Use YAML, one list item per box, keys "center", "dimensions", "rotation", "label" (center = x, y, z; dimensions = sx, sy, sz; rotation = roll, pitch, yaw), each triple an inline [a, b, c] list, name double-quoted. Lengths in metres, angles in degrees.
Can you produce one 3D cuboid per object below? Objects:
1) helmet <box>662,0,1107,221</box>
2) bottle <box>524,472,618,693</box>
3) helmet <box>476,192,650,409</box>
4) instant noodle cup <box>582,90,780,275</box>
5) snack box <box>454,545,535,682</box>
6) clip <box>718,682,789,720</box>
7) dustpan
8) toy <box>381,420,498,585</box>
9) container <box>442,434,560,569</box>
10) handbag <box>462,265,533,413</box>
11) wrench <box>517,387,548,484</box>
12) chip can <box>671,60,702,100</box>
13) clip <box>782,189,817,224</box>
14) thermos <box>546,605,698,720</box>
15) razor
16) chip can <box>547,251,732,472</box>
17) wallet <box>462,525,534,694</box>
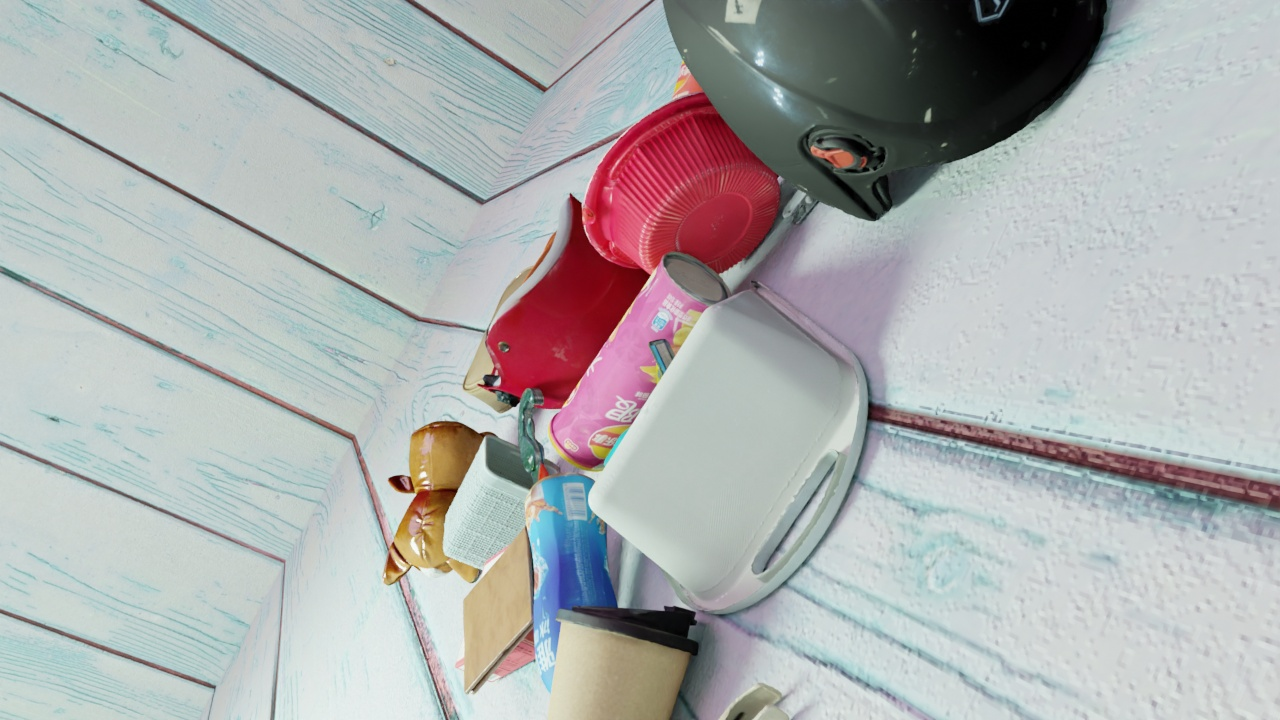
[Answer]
- center: [0.148, -0.238, 0.607]
  dimensions: [0.275, 0.230, 0.233]
  rotation: [23, 85, 50]
  label: "helmet"
- center: [-0.047, 0.188, 0.676]
  dimensions: [0.065, 0.065, 0.218]
  rotation: [-46, 39, 35]
  label: "bottle"
- center: [-0.067, -0.034, 0.952]
  dimensions: [0.206, 0.144, 0.241]
  rotation: [-65, 5, -26]
  label: "helmet"
- center: [0.050, -0.134, 0.794]
  dimensions: [0.194, 0.193, 0.066]
  rotation: [-50, 52, 26]
  label: "instant noodle cup"
- center: [-0.110, 0.219, 0.838]
  dimensions: [0.127, 0.044, 0.113]
  rotation: [-40, 28, 42]
  label: "snack box"
- center: [0.037, 0.225, 0.492]
  dimensions: [0.103, 0.035, 0.092]
  rotation: [-35, 27, 36]
  label: "clip"
- center: [0.071, 0.064, 0.666]
  dimensions: [0.223, 0.142, 0.257]
  rotation: [-58, -10, 7]
  label: "dustpan"
- center: [-0.238, 0.176, 1.110]
  dimensions: [0.140, 0.130, 0.199]
  rotation: [-11, 53, 14]
  label: "toy"
- center: [-0.148, 0.155, 0.960]
  dimensions: [0.111, 0.090, 0.090]
  rotation: [-58, 19, 15]
  label: "container"
- center: [-0.146, -0.030, 1.206]
  dimensions: [0.148, 0.099, 0.204]
  rotation: [-18, 46, 52]
  label: "handbag"
- center: [-0.076, 0.134, 0.798]
  dimensions: [0.056, 0.016, 0.273]
  rotation: [-63, 34, 39]
  label: "wrench"
- center: [0.055, -0.218, 0.917]
  dimensions: [0.073, 0.073, 0.216]
  rotation: [-3, 72, 67]
  label: "chip can"
- center: [0.142, -0.139, 0.765]
  dimensions: [0.058, 0.038, 0.026]
  rotation: [-52, 23, 20]
  label: "clip"
- center: [-0.019, 0.218, 0.568]
  dimensions: [0.093, 0.093, 0.143]
  rotation: [-22, 51, 60]
  label: "thermos"
- center: [0.001, 0.044, 0.770]
  dimensions: [0.133, 0.028, 0.043]
  rotation: [-63, 36, 33]
  label: "razor"
- center: [-0.005, 0.005, 0.810]
  dimensions: [0.211, 0.071, 0.071]
  rotation: [-55, 19, 31]
  label: "chip can"
- center: [-0.118, 0.210, 0.777]
  dimensions: [0.101, 0.020, 0.115]
  rotation: [-51, 25, 21]
  label: "wallet"
